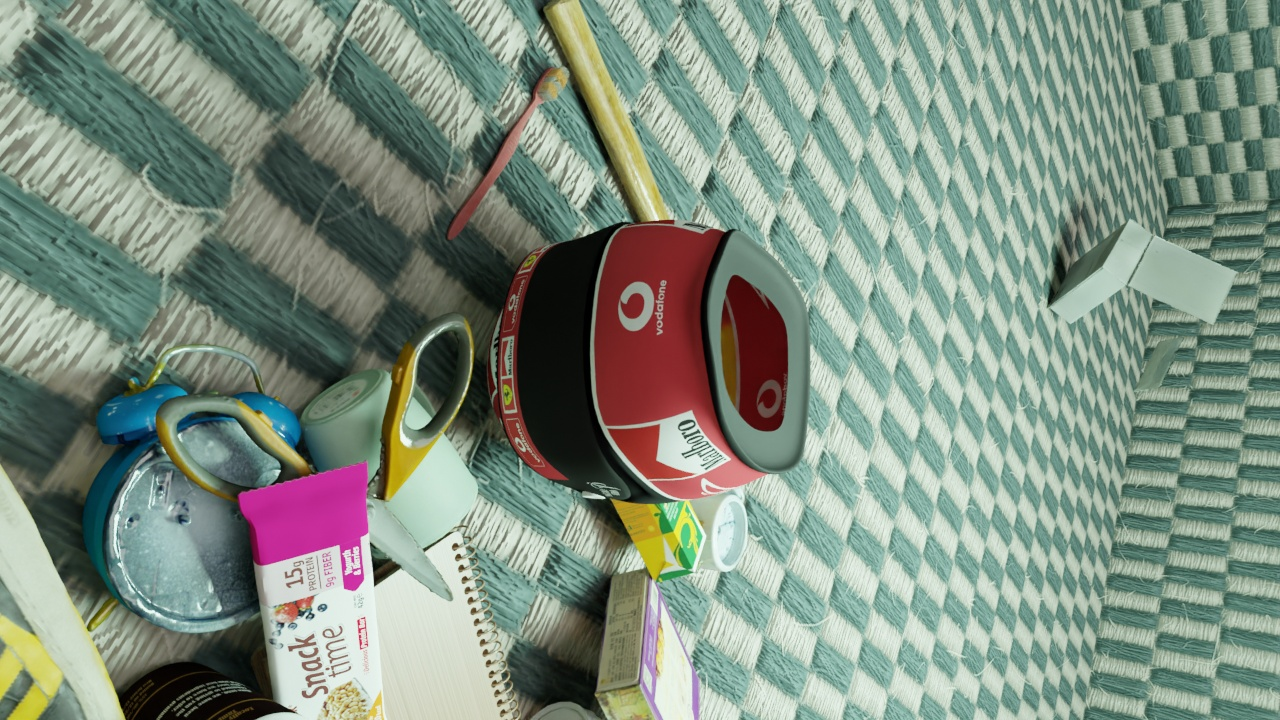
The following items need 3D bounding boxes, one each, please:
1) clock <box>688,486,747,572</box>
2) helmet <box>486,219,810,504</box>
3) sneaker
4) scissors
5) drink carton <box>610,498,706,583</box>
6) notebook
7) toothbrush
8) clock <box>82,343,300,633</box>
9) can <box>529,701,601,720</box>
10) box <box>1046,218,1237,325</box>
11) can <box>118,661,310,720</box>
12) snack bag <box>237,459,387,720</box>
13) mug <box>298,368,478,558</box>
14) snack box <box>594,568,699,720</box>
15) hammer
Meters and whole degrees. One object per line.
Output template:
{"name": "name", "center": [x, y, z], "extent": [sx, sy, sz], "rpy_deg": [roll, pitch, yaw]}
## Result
{"name": "clock", "center": [0.073, 0.164, 0.913], "extent": [0.117, 0.057, 0.083], "rpy_deg": [-18, 106, -56]}
{"name": "helmet", "center": [-0.004, 0.004, 0.675], "extent": [0.270, 0.225, 0.197], "rpy_deg": [29, 63, -60]}
{"name": "sneaker", "center": [-0.323, 0.151, 0.407], "extent": [0.121, 0.086, 0.238], "rpy_deg": [-32, 112, -52]}
{"name": "scissors", "center": [-0.173, 0.070, 0.526], "extent": [0.225, 0.016, 0.225], "rpy_deg": [16, 94, -41]}
{"name": "drink carton", "center": [0.011, 0.128, 0.817], "extent": [0.122, 0.041, 0.058], "rpy_deg": [64, 23, -15]}
{"name": "notebook", "center": [-0.159, 0.243, 0.639], "extent": [0.168, 0.022, 0.210], "rpy_deg": [-32, 119, -45]}
{"name": "toothbrush", "center": [-0.103, -0.164, 0.716], "extent": [0.015, 0.016, 0.184], "rpy_deg": [54, 54, -45]}
{"name": "clock", "center": [-0.247, 0.071, 0.519], "extent": [0.116, 0.060, 0.161], "rpy_deg": [14, 79, -49]}
{"name": "can", "center": [-0.043, 0.352, 0.764], "extent": [0.078, 0.078, 0.136], "rpy_deg": [-53, 129, -35]}
{"name": "box", "center": [0.989, -0.167, 1.715], "extent": [0.166, 0.414, 0.149], "rpy_deg": [-48, 122, -30]}
{"name": "can", "center": [-0.228, 0.211, 0.493], "extent": [0.071, 0.129, 0.072], "rpy_deg": [-3, 94, -50]}
{"name": "snack bag", "center": [-0.184, 0.154, 0.529], "extent": [0.070, 0.016, 0.197], "rpy_deg": [-12, 116, -33]}
{"name": "mug", "center": [-0.166, 0.056, 0.611], "extent": [0.111, 0.084, 0.104], "rpy_deg": [-75, 143, -59]}
{"name": "snack box", "center": [0.011, 0.283, 0.798], "extent": [0.143, 0.041, 0.148], "rpy_deg": [-82, 153, -64]}
{"name": "hammer", "center": [-0.004, -0.163, 0.825], "extent": [0.131, 0.033, 0.331], "rpy_deg": [-50, 127, -35]}
